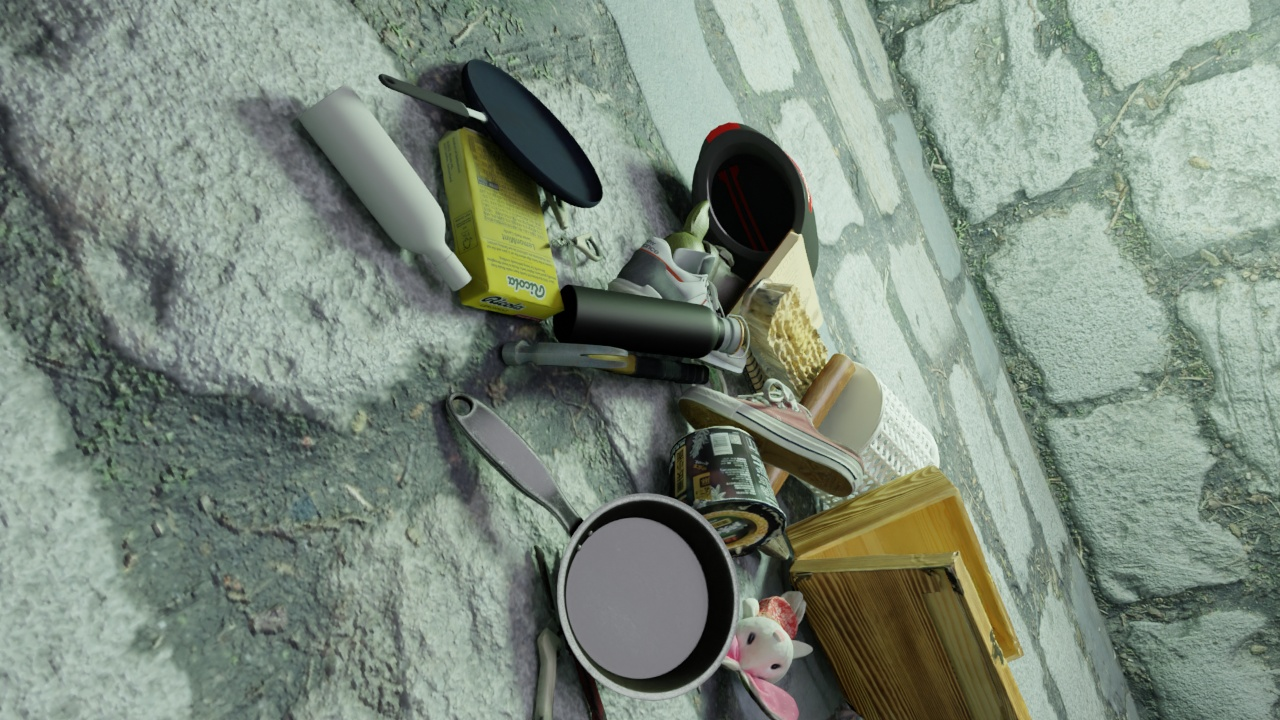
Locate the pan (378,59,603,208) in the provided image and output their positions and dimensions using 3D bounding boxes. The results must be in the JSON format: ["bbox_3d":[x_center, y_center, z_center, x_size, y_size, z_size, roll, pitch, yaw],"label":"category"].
[{"bbox_3d":[-0.146,-0.236,0.911,0.198,0.021,0.355,55,20,11],"label":"pan"}]

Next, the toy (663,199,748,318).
[{"bbox_3d":[0.073,-0.103,1.200,0.152,0.078,0.179,43,65,-35],"label":"toy"}]

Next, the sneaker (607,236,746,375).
[{"bbox_3d":[0.060,-0.069,1.096,0.239,0.089,0.124,21,93,-42],"label":"sneaker"}]

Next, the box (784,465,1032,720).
[{"bbox_3d":[0.340,0.344,1.186,0.263,0.269,0.279,-91,156,-73],"label":"box"}]

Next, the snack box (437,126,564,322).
[{"bbox_3d":[-0.143,-0.134,0.918,0.121,0.045,0.180,10,64,-58],"label":"snack box"}]

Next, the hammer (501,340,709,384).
[{"bbox_3d":[-0.006,0.006,1.011,0.332,0.118,0.025,9,84,-61],"label":"hammer"}]

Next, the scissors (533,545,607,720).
[{"bbox_3d":[-0.070,0.276,0.838,0.195,0.015,0.178,59,33,-17],"label":"scissors"}]

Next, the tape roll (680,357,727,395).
[{"bbox_3d":[0.084,0.035,1.205,0.093,0.018,0.093,33,48,-46],"label":"tape roll"}]

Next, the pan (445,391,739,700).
[{"bbox_3d":[-0.051,0.161,0.852,0.357,0.055,0.186,44,60,-6],"label":"pan"}]

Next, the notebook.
[{"bbox_3d":[0.189,-0.052,1.269,0.167,0.024,0.225,-52,148,-14],"label":"notebook"}]

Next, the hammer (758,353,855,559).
[{"bbox_3d":[0.209,0.110,1.225,0.300,0.037,0.158,-53,122,-25],"label":"hammer"}]

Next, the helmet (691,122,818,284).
[{"bbox_3d":[0.161,-0.205,1.313,0.170,0.164,0.265,-87,152,-82],"label":"helmet"}]

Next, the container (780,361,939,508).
[{"bbox_3d":[0.312,0.123,1.347,0.186,0.190,0.188,40,43,-39],"label":"container"}]

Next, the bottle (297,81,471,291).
[{"bbox_3d":[-0.214,-0.144,0.803,0.195,0.053,0.052,55,35,-24],"label":"bottle"}]

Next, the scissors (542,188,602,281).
[{"bbox_3d":[-0.077,-0.141,1.017,0.157,0.013,0.168,65,15,20],"label":"scissors"}]

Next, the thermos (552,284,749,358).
[{"bbox_3d":[0.023,-0.037,0.997,0.231,0.061,0.061,7,66,-28],"label":"thermos"}]

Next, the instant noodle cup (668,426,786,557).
[{"bbox_3d":[0.091,0.148,1.052,0.137,0.137,0.112,39,35,-41],"label":"instant noodle cup"}]

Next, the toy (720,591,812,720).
[{"bbox_3d":[0.145,0.332,1.081,0.159,0.084,0.193,47,29,15],"label":"toy"}]

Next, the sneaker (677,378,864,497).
[{"bbox_3d":[0.164,0.077,1.112,0.087,0.241,0.118,-55,160,-29],"label":"sneaker"}]

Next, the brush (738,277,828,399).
[{"bbox_3d":[0.192,-0.025,1.214,0.083,0.057,0.271,-58,150,-10],"label":"brush"}]
